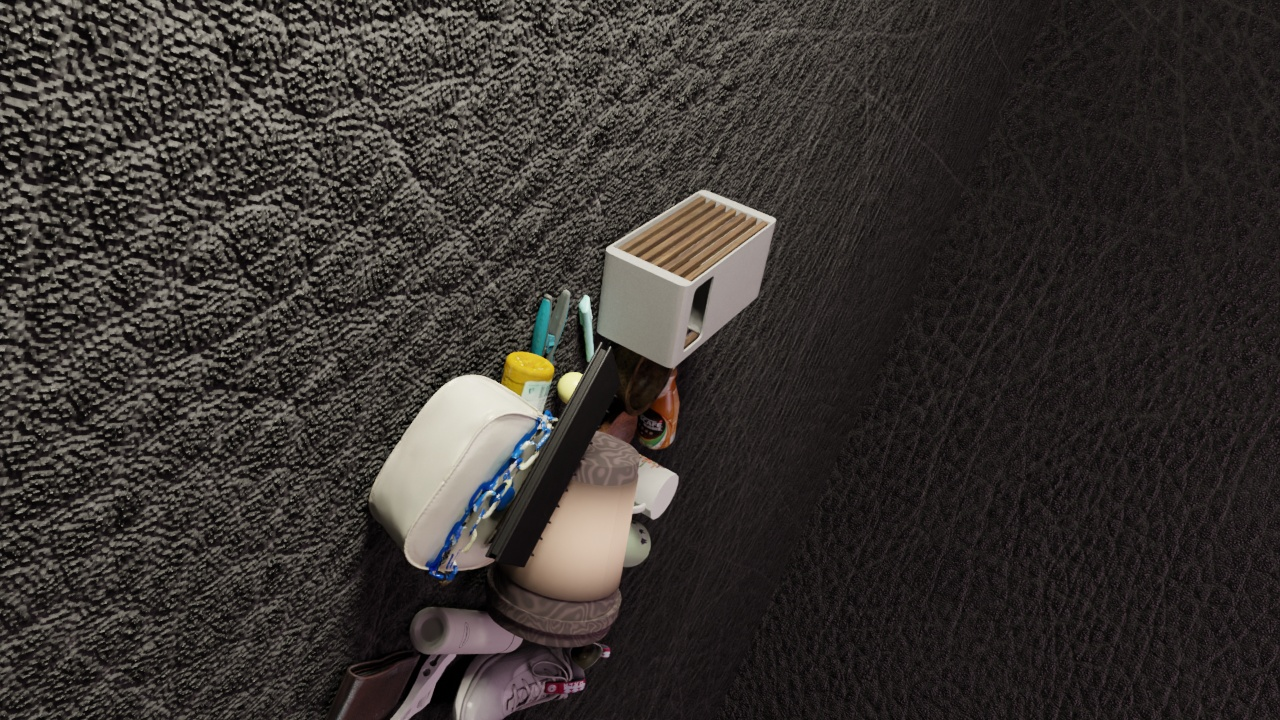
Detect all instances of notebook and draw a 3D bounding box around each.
[{"bbox_3d":[-0.083,0.105,0.952,0.231,0.019,0.169,-62,171,-12],"label":"notebook"}]

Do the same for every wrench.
[{"bbox_3d":[-0.293,0.428,1.044,0.272,0.018,0.087,-47,163,-56],"label":"wrench"}]

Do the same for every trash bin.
[{"bbox_3d":[0.059,-0.108,1.150,0.228,0.114,0.115,-39,147,-45],"label":"trash bin"}]

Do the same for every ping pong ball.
[{"bbox_3d":[-0.080,0.034,1.103,0.040,0.040,0.040,-47,152,-34],"label":"ping pong ball"}]

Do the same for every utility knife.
[{"bbox_3d":[-0.064,-0.030,1.104,0.120,0.015,0.022,89,4,-51],"label":"utility knife"}]

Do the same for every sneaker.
[{"bbox_3d":[-0.150,0.437,1.250,0.262,0.129,0.097,-26,122,-59],"label":"sneaker"}]

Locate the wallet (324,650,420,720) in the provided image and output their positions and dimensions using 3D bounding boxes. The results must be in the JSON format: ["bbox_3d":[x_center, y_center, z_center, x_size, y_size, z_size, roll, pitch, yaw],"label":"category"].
[{"bbox_3d":[-0.301,0.378,1.019,0.099,0.031,0.120,-63,160,4],"label":"wallet"}]

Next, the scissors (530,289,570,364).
[{"bbox_3d":[-0.107,-0.013,1.024,0.147,0.019,0.132,-55,155,-22],"label":"scissors"}]

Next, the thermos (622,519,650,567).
[{"bbox_3d":[-0.059,0.268,1.363,0.082,0.082,0.231,-62,158,-2],"label":"thermos"}]

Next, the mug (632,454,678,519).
[{"bbox_3d":[-0.009,0.189,1.357,0.104,0.089,0.074,-39,147,-45],"label":"mug"}]

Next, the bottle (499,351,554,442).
[{"bbox_3d":[-0.143,0.084,1.004,0.053,0.053,0.186,-20,133,-59],"label":"bottle"}]

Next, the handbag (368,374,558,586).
[{"bbox_3d":[-0.153,0.128,0.923,0.200,0.093,0.199,-57,145,3],"label":"handbag"}]

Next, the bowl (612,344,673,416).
[{"bbox_3d":[-0.007,0.007,1.209,0.121,0.056,0.121,-47,152,-34],"label":"bowl"}]

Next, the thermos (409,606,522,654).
[{"bbox_3d":[-0.208,0.338,1.143,0.052,0.052,0.224,-60,157,-7],"label":"thermos"}]

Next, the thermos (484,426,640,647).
[{"bbox_3d":[-0.089,0.208,1.127,0.172,0.173,0.226,-12,119,-62],"label":"thermos"}]

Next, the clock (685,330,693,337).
[{"bbox_3d":[0.066,-0.054,1.305,0.090,0.052,0.130,-52,154,-26],"label":"clock"}]

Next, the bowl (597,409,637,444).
[{"bbox_3d":[-0.046,0.111,1.278,0.114,0.026,0.102,-54,156,-22],"label":"bowl"}]

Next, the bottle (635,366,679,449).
[{"bbox_3d":[0.029,0.054,1.332,0.059,0.059,0.167,-41,149,-42],"label":"bottle"}]
